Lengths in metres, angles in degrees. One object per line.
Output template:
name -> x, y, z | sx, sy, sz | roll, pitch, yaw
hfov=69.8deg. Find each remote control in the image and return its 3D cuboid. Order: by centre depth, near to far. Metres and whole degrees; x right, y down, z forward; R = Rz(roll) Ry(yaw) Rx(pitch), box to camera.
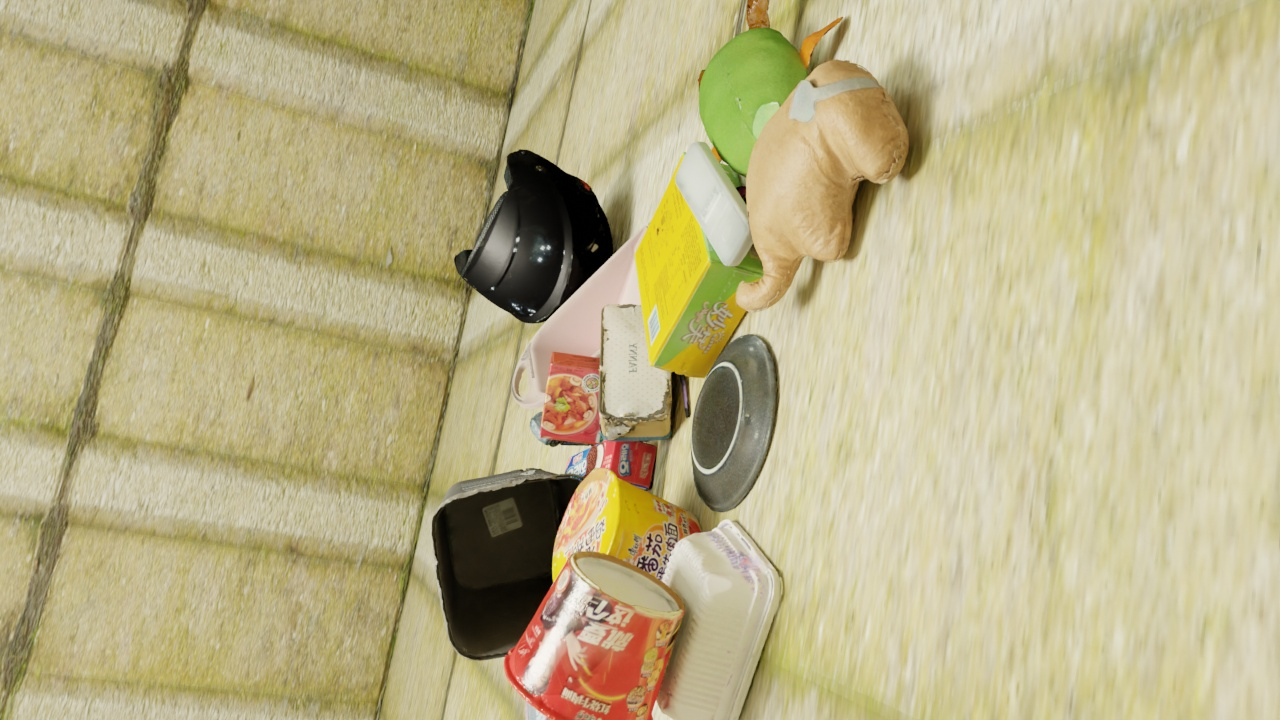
remote control -> 0.074, -0.155, 0.899 | 0.056, 0.020, 0.136 | -61, 43, 41

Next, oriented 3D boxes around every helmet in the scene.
helmet -> -0.154, -0.180, 1.457 | 0.234, 0.230, 0.273 | -53, -13, 33

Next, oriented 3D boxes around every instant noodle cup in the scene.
instant noodle cup -> -0.033, 0.234, 0.776 | 0.108, 0.138, 0.138 | -66, 19, 5
instant noodle cup -> 0.052, 0.237, 0.817 | 0.138, 0.060, 0.173 | -135, 61, -69
instant noodle cup -> -0.010, 0.190, 0.931 | 0.138, 0.109, 0.137 | -48, 31, 41

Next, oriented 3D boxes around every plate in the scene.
plate -> 0.082, 0.059, 0.908 | 0.179, 0.024, 0.179 | -167, 91, -72

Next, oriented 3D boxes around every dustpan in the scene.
dustpan -> -0.075, -0.052, 1.266 | 0.222, 0.138, 0.274 | -113, 39, -62

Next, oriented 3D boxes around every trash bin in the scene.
trash bin -> -0.157, 0.229, 1.140 | 0.220, 0.199, 0.198 | -169, 71, -75

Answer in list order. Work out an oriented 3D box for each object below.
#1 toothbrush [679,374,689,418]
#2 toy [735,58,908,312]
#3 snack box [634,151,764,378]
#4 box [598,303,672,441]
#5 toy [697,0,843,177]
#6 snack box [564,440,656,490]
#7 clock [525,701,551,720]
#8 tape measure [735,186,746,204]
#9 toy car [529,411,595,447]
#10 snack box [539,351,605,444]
toothbrush -> 0.049, -0.011, 1.080 | 0.014, 0.016, 0.188 | 107, 162, -50
toy -> 0.139, -0.145, 0.789 | 0.227, 0.082, 0.143 | -62, 35, 40
snack box -> 0.060, -0.108, 1.016 | 0.209, 0.070, 0.158 | -97, 27, -47
box -> -0.006, 0.006, 1.087 | 0.059, 0.090, 0.183 | 87, -175, -52
toy -> 0.116, -0.268, 0.935 | 0.228, 0.090, 0.246 | -47, 36, 34
snack box -> -0.046, 0.144, 1.173 | 0.208, 0.057, 0.058 | 146, 137, -65
clock -> -0.096, 0.398, 1.137 | 0.117, 0.059, 0.158 | -157, 83, -71
tape measure -> 0.107, -0.145, 0.921 | 0.057, 0.057, 0.039 | 61, 142, 33
toy car -> -0.094, 0.091, 1.253 | 0.054, 0.120, 0.037 | 52, 126, 38
snack box -> -0.066, 0.060, 1.165 | 0.044, 0.113, 0.127 | -98, 17, -65
